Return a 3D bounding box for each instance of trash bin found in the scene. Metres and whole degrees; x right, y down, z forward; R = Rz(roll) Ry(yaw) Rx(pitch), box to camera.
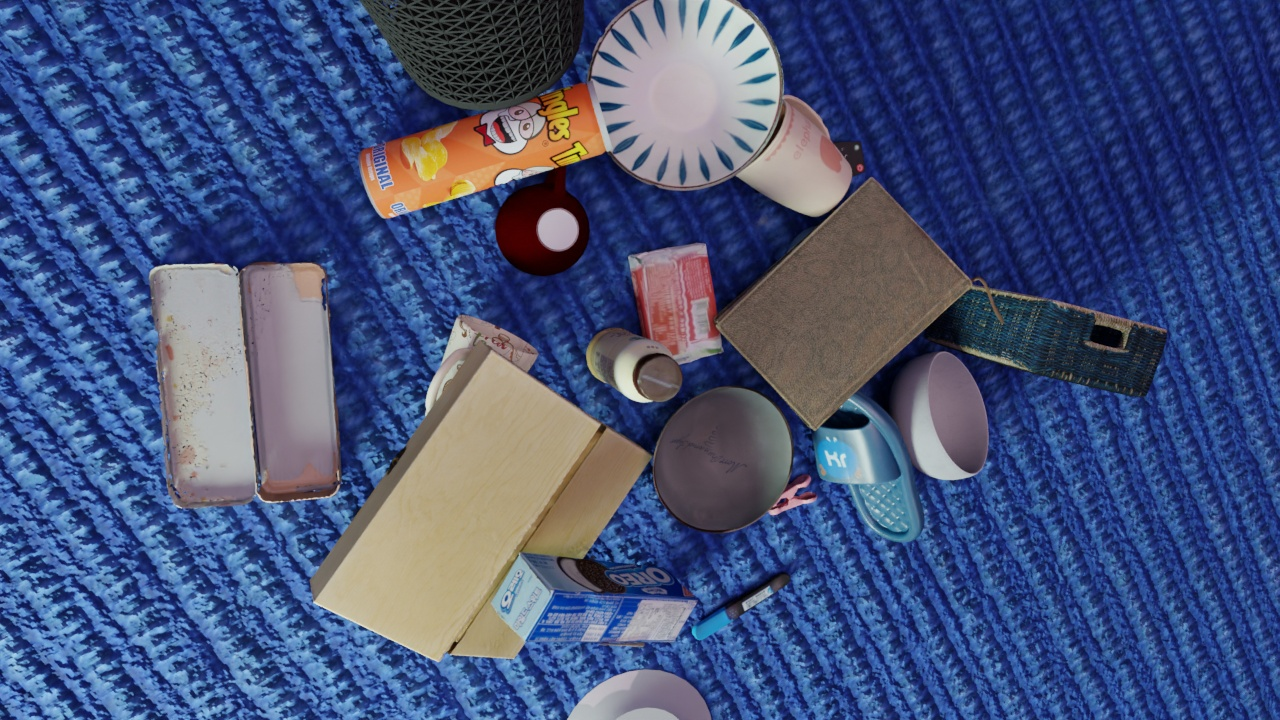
[{"bbox_3d":[-0.136,-0.327,0.687,0.217,0.243,0.216,-1,71,2],"label":"trash bin"}]

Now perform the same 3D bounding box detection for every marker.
[{"bbox_3d":[0.109,0.263,0.987,0.123,0.015,0.018,-28,108,-13],"label":"marker"}]

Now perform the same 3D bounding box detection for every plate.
[{"bbox_3d":[-0.001,0.415,0.974,0.172,0.019,0.173,-2,98,-16],"label":"plate"}]

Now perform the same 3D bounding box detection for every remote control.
[{"bbox_3d":[0.172,-0.197,0.941,0.124,0.010,0.039,-15,102,-13],"label":"remote control"}]

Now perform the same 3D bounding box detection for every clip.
[{"bbox_3d":[0.159,0.142,0.981,0.057,0.022,0.035,-24,107,-10],"label":"clip"}]

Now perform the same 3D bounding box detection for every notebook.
[{"bbox_3d":[0.210,-0.042,0.887,0.215,0.034,0.190,-43,89,0],"label":"notebook"}]

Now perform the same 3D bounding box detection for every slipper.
[{"bbox_3d":[0.232,0.110,0.952,0.059,0.104,0.214,-41,112,-31],"label":"slipper"}]

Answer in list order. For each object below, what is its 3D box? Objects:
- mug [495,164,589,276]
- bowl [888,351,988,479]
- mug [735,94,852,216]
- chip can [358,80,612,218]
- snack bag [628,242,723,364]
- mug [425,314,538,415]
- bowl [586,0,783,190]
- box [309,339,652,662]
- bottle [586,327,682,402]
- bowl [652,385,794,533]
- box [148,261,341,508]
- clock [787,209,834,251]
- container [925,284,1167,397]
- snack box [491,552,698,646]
[{"bbox_3d":[-0.081,-0.132,0.837,0.087,0.088,0.114,9,95,-17],"label":"mug"},{"bbox_3d":[0.308,0.061,0.973,0.131,0.065,0.131,18,64,-42],"label":"bowl"},{"bbox_3d":[0.151,-0.203,0.892,0.104,0.085,0.111,30,60,-27],"label":"mug"},{"bbox_3d":[-0.134,-0.184,0.801,0.210,0.062,0.062,-16,102,2],"label":"chip can"},{"bbox_3d":[0.036,-0.055,0.909,0.077,0.036,0.116,-13,101,-13],"label":"snack bag"},{"bbox_3d":[-0.157,0.019,0.828,0.081,0.122,0.097,28,97,11],"label":"mug"},{"bbox_3d":[0.041,-0.248,0.855,0.177,0.070,0.177,1,100,3],"label":"bowl"},{"bbox_3d":[-0.122,0.144,0.825,0.247,0.097,0.261,-55,140,-2],"label":"box"},{"bbox_3d":[-0.005,0.005,0.840,0.056,0.162,0.056,-2,98,-16],"label":"bottle"},{"bbox_3d":[0.077,0.095,0.931,0.150,0.057,0.151,-2,98,-15],"label":"bowl"},{"bbox_3d":[-0.347,0.021,0.812,0.148,0.043,0.216,-5,99,-19],"label":"box"},{"bbox_3d":[0.187,-0.087,0.940,0.088,0.052,0.124,34,88,-18],"label":"clock"},{"bbox_3d":[0.407,-0.025,0.940,0.145,0.187,0.071,12,98,-17],"label":"container"},{"bbox_3d":[-0.036,0.225,0.858,0.226,0.059,0.059,22,100,-50],"label":"snack box"}]
